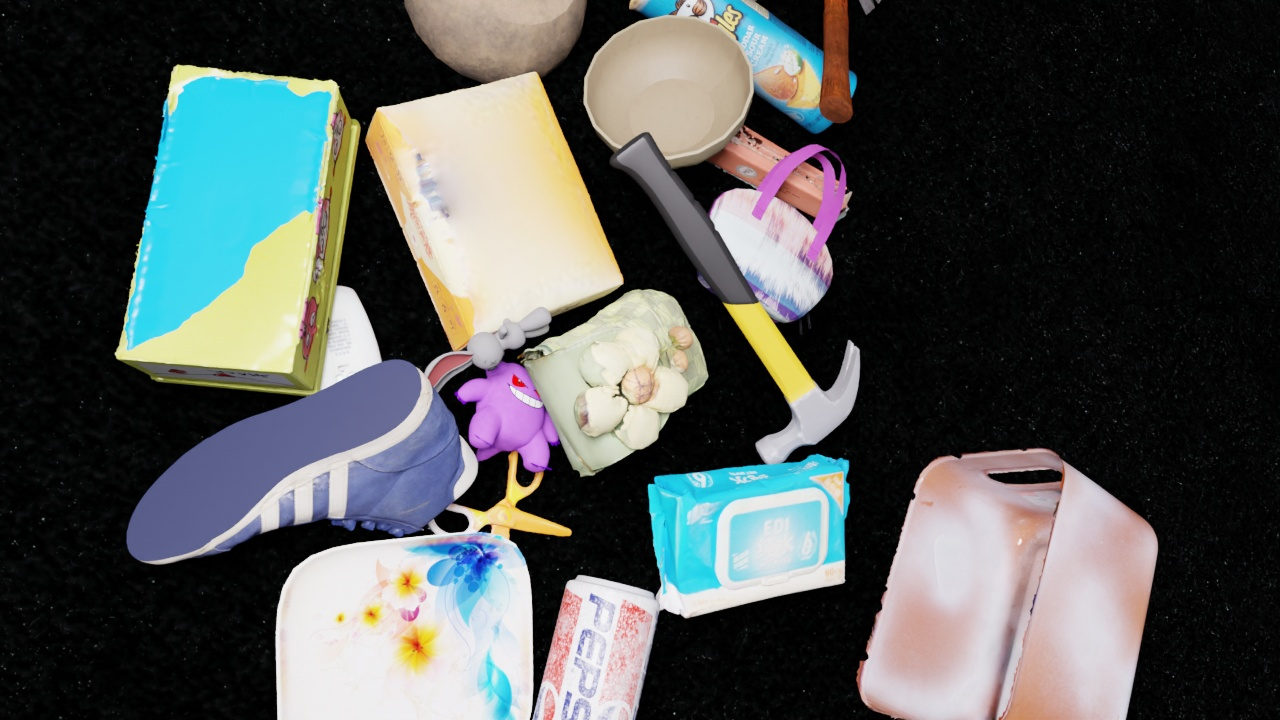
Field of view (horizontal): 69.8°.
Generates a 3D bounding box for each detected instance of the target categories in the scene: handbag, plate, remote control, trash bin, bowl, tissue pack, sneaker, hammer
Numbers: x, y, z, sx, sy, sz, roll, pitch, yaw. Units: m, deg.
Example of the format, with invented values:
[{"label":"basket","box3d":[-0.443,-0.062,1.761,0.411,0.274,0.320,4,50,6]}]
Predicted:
[{"label":"handbag","box3d":[0.136,-0.125,0.862,0.144,0.068,0.169,34,79,-16]},{"label":"plate","box3d":[-0.172,0.224,0.686,0.186,0.016,0.187,-1,92,-25]},{"label":"remote control","box3d":[-0.232,-0.001,0.707,0.060,0.028,0.114,-14,87,-25]},{"label":"trash bin","box3d":[0.343,0.235,0.850,0.157,0.182,0.259,31,68,-19]},{"label":"bowl","box3d":[-0.119,-0.328,0.796,0.162,0.070,0.162,5,79,-24]},{"label":"handbag","box3d":[-0.005,0.004,0.753,0.185,0.117,0.113,-36,105,-43]},{"label":"tissue pack","box3d":[0.103,0.150,0.807,0.209,0.066,0.117,-4,98,-28]},{"label":"sneaker","box3d":[-0.232,0.094,0.671,0.233,0.118,0.091,-30,52,2]},{"label":"bowl","box3d":[0.027,-0.236,0.838,0.152,0.050,0.152,-2,70,6]},{"label":"hammer","box3d":[0.083,-0.056,0.798,0.127,0.029,0.323,-34,110,6]},{"label":"hammer","box3d":[0.193,-0.333,0.905,0.111,0.028,0.299,27,48,-19]}]

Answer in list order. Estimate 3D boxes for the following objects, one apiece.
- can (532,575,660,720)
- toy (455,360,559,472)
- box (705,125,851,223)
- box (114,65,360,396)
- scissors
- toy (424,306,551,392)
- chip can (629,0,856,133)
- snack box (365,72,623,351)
[{"label":"can","box3d":[-0.036,0.245,0.726,0.078,0.078,0.136,20,73,-21]},{"label":"toy","box3d":[-0.107,0.041,0.742,0.106,0.056,0.088,30,57,-36]},{"label":"box","box3d":[0.129,-0.196,0.905,0.186,0.060,0.057,25,39,-20]},{"label":"box","box3d":[-0.281,-0.092,0.658,0.124,0.082,0.220,3,76,-5]},{"label":"scissors","box3d":[-0.115,0.125,0.748,0.129,0.011,0.125,11,75,-21]},{"label":"toy","box3d":[-0.117,-0.008,0.696,0.111,0.049,0.030,-30,77,-21]},{"label":"chip can","box3d":[0.101,-0.312,0.893,0.229,0.080,0.079,29,70,-18]},{"label":"snack box","box3d":[-0.118,-0.124,0.753,0.144,0.081,0.195,-23,91,-26]}]
